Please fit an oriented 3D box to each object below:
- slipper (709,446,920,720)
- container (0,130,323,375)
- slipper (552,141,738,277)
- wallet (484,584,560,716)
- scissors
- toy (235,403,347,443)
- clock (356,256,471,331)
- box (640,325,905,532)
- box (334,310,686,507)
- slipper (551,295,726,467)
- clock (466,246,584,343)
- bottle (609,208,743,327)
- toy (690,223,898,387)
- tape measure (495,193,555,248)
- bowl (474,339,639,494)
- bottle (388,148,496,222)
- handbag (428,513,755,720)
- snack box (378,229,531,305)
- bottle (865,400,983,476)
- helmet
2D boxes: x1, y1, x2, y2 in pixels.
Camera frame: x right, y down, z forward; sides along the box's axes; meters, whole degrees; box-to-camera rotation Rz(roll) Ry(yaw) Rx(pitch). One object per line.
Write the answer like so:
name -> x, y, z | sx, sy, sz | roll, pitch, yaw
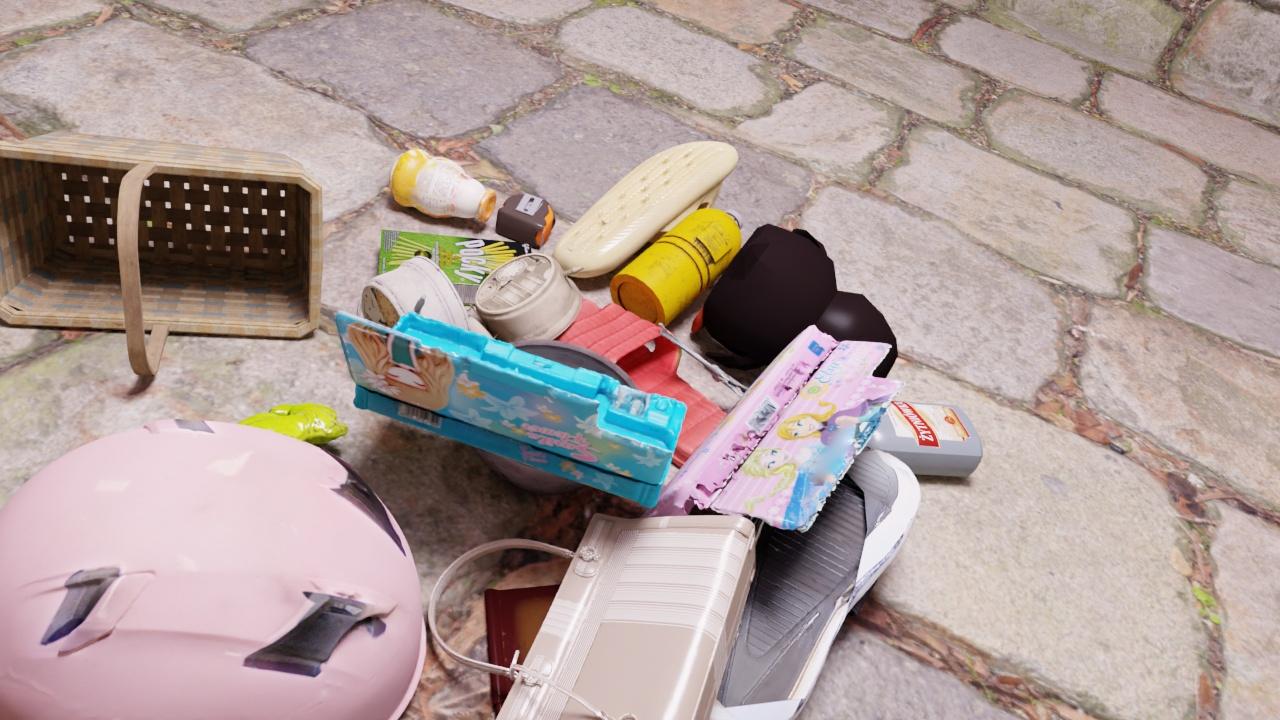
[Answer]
slipper -> 0.115, 0.162, 0.673 | 0.111, 0.063, 0.263 | 26, 51, 18
container -> -0.383, -0.088, 0.727 | 0.249, 0.158, 0.186 | 3, 30, -17
slipper -> 0.009, -0.153, 1.006 | 0.111, 0.079, 0.260 | 19, 50, 38
wallet -> -0.044, 0.191, 0.617 | 0.115, 0.018, 0.091 | 0, 42, -14
scissors -> 0.081, 0.026, 0.817 | 0.161, 0.014, 0.117 | 26, 28, -37
toy -> -0.266, 0.056, 0.679 | 0.093, 0.036, 0.094 | -13, 24, -26
clock -> -0.204, -0.033, 0.776 | 0.061, 0.103, 0.157 | -27, 30, -33
box -> 0.104, 0.048, 0.708 | 0.229, 0.161, 0.063 | -44, 106, -39
box -> -0.086, 0.033, 0.629 | 0.227, 0.085, 0.170 | 18, 4, 3
slipper -> -0.005, 0.005, 0.821 | 0.103, 0.059, 0.249 | -25, 55, -40
clock -> -0.118, -0.045, 0.822 | 0.140, 0.054, 0.093 | -42, 39, -16
bottle -> 0.048, -0.101, 0.927 | 0.071, 0.071, 0.163 | 34, 56, 20
toy -> 0.159, -0.038, 0.868 | 0.184, 0.140, 0.159 | 35, 78, 5
tape measure -> -0.120, -0.155, 0.989 | 0.058, 0.038, 0.058 | 22, 39, 7
bowl -> -0.073, 0.054, 0.728 | 0.145, 0.067, 0.144 | 10, 39, -8
bottle -> -0.207, -0.181, 0.968 | 0.109, 0.063, 0.063 | 21, 39, 8
handbag -> -0.043, 0.168, 0.592 | 0.198, 0.062, 0.175 | 10, 46, 18
snack box -> -0.179, -0.089, 0.897 | 0.147, 0.025, 0.080 | 4, 40, -16
bottle -> 0.223, 0.068, 0.834 | 0.161, 0.046, 0.072 | 5, 40, -14
helmet -> -0.242, 0.126, 0.525 | 0.255, 0.153, 0.229 | 15, 35, -11
